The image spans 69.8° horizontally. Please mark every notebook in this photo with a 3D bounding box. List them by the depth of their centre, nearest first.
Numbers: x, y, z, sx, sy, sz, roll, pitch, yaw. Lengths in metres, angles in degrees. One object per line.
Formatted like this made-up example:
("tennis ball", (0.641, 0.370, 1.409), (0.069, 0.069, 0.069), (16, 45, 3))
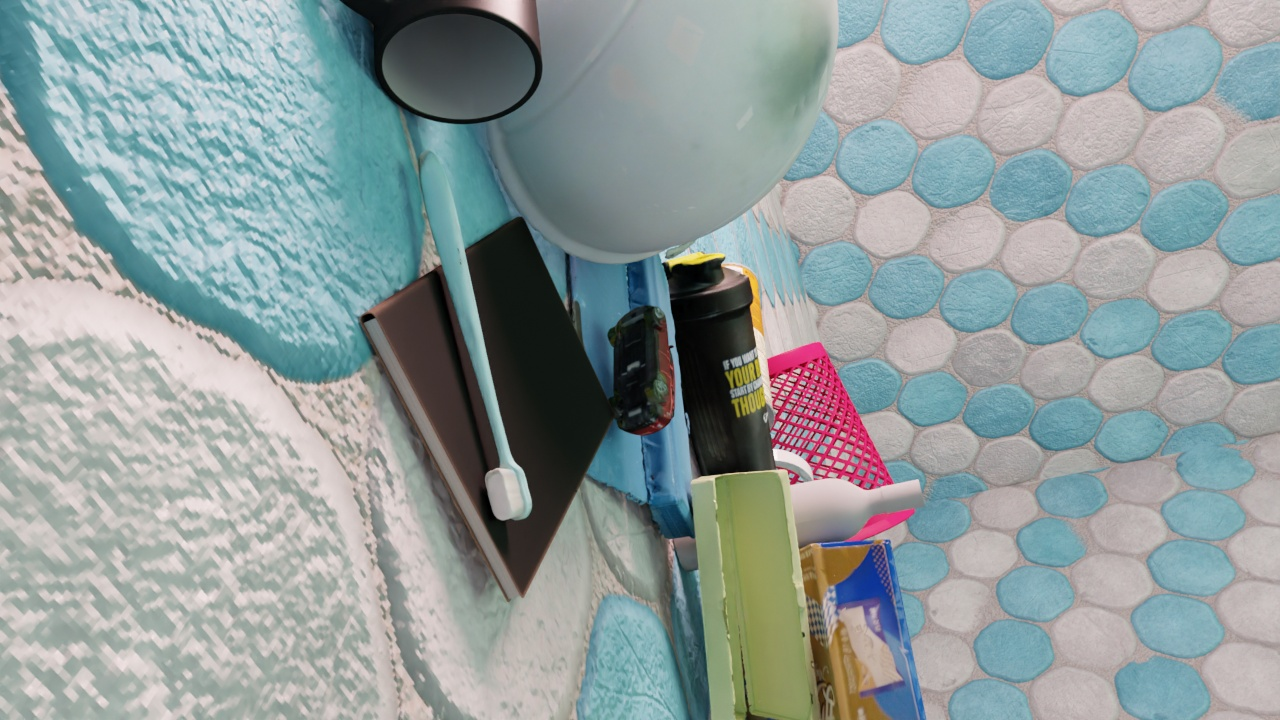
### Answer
("notebook", (-0.065, 0.009, 0.483), (0.208, 0.008, 0.141), (-63, 131, -68))

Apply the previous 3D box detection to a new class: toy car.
("toy car", (0.003, 0.005, 0.616), (0.036, 0.042, 0.091), (24, 51, -45))

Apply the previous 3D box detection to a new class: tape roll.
("tape roll", (0.134, 0.130, 0.962), (0.018, 0.094, 0.094), (-87, 158, -49))

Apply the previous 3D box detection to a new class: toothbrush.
("toothbrush", (-0.079, -0.015, 0.420), (0.016, 0.016, 0.180), (8, 64, -62))

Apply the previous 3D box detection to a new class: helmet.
("helmet", (0.029, -0.192, 0.580), (0.236, 0.164, 0.263), (39, 66, -34))

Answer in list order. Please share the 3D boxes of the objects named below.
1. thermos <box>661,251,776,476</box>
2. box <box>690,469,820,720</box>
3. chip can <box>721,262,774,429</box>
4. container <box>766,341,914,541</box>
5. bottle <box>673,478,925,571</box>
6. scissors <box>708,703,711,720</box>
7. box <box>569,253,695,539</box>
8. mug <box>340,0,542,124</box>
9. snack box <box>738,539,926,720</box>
("thermos", (0.071, 0.010, 0.859), (0.098, 0.098, 0.221), (-55, 133, -71))
("box", (0.073, 0.178, 0.683), (0.077, 0.090, 0.188), (151, -68, -79))
("chip can", (0.101, -0.013, 1.008), (0.214, 0.075, 0.075), (-88, 158, -46))
("container", (0.199, 0.105, 1.107), (0.225, 0.183, 0.183), (69, 14, 6))
("bottle", (0.125, 0.125, 0.733), (0.052, 0.195, 0.052), (-14, 90, -75))
("scissors", (0.065, 0.330, 0.681), (0.172, 0.013, 0.170), (-69, 138, -61))
("box", (-0.001, 0.003, 0.687), (0.177, 0.048, 0.231), (49, 31, -58))
("mug", (-0.103, -0.180, 0.439), (0.113, 0.078, 0.088), (16, 57, -43))
("snack box", (0.143, 0.242, 0.748), (0.203, 0.069, 0.155), (121, -35, -65))
